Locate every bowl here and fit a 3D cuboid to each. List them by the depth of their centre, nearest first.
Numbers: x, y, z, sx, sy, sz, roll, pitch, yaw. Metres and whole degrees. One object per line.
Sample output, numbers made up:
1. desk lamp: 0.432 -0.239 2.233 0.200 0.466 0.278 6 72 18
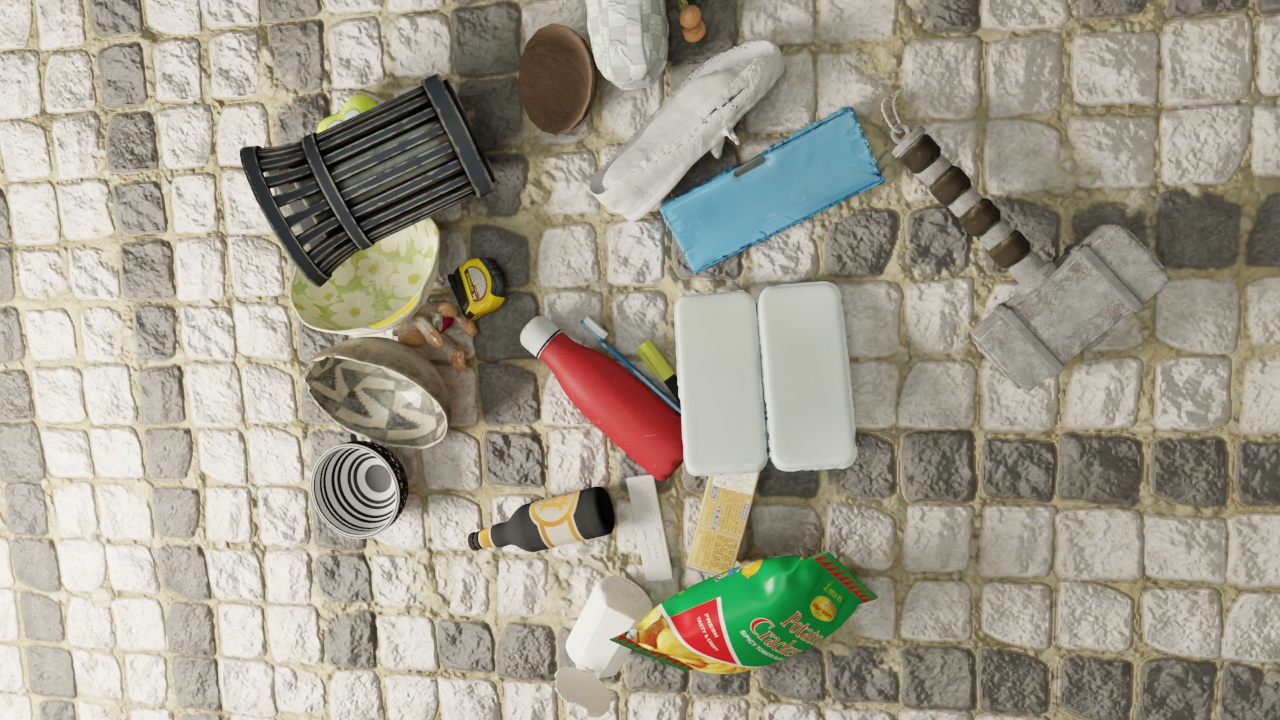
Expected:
1. bowl: -0.086 -0.312 1.020 0.118 0.030 0.118 13 110 40
2. bowl: -0.311 -0.097 1.078 0.188 0.060 0.219 -37 55 -7
3. bowl: -0.301 0.025 1.096 0.178 0.081 0.179 12 143 9
4. bowl: -0.342 0.155 1.150 0.120 0.066 0.120 2 99 13

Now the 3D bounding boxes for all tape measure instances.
1. tape measure: -0.189 -0.088 1.090 0.064 0.037 0.065 -32 77 21

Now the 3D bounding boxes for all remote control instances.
1. remote control: 0.012 0.200 1.102 0.033 0.012 0.131 -10 97 12

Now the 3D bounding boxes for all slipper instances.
1. slipper: 0.056 -0.246 0.990 0.247 0.074 0.112 -42 50 13

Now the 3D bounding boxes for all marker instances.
1. marker: 0.039 0.031 1.065 0.021 0.018 0.124 -37 91 -29

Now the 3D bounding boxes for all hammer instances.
1. hammer: 0.351 -0.138 0.934 0.177 0.079 0.326 -43 87 16

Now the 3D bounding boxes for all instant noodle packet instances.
1. instant noodle packet: 0.120 0.285 1.016 0.253 0.195 0.090 -26 54 16

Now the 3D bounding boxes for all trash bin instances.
1. trash bin: -0.288 -0.205 1.008 0.227 0.164 0.164 -26 92 -5

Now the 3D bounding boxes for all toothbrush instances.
1. toothbrush: -0.006 0.006 1.064 0.166 0.016 0.014 41 98 11

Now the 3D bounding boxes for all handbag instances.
1. handbag: 0.005 -0.375 0.964 0.123 0.112 0.171 -3 98 6

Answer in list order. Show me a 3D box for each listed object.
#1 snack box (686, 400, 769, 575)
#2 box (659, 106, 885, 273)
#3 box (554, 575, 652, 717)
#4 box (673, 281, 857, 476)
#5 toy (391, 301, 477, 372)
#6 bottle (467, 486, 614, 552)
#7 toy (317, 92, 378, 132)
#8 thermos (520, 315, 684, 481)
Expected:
1. snack box: 0.105 0.141 1.049 0.056 0.057 0.207 15 101 9
2. box: 0.139 -0.181 0.991 0.232 0.052 0.093 -24 94 16
3. box: -0.041 0.327 1.065 0.080 0.150 0.106 26 106 -4
4. box: 0.133 0.019 0.994 0.189 0.037 0.208 -1 77 1
5. toy: -0.258 -0.038 1.095 0.106 0.085 0.074 13 80 20
6. bottle: -0.125 0.201 1.110 0.182 0.059 0.059 -16 95 15
7. toy: -0.327 -0.253 1.094 0.092 0.046 0.115 -32 99 11
8. thermos: -0.041 0.037 1.057 0.240 0.073 0.073 41 105 5
